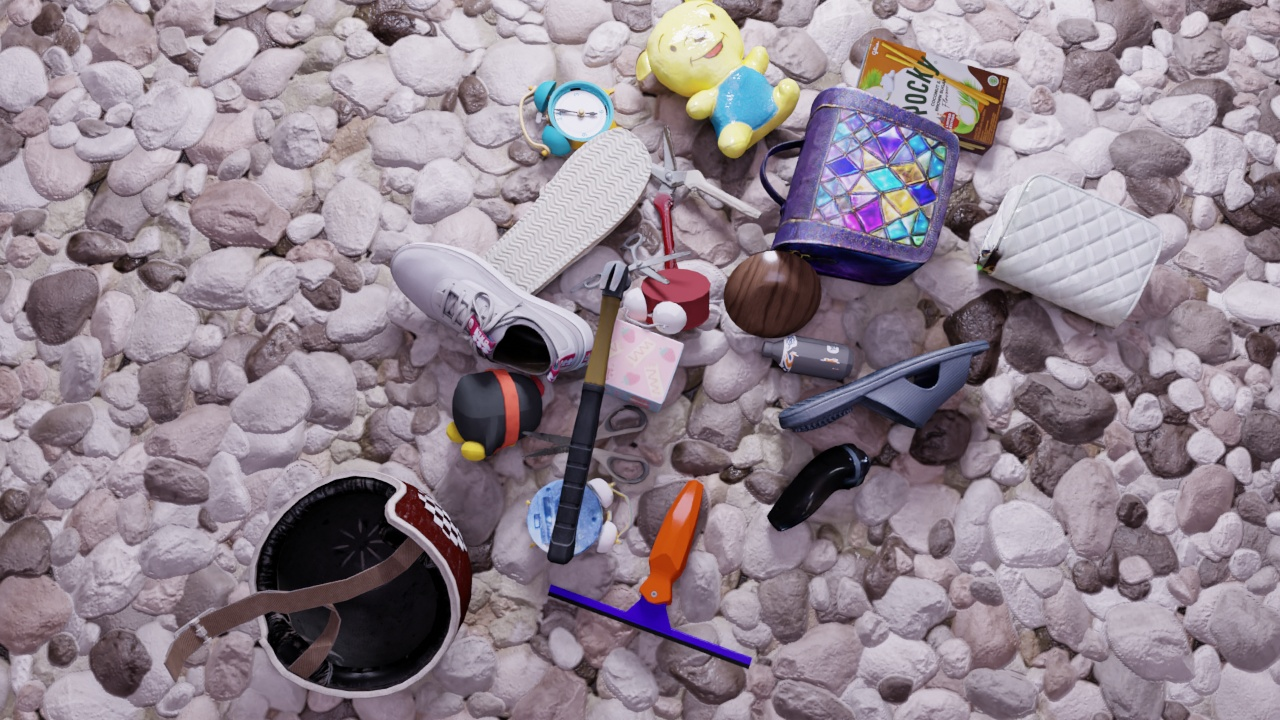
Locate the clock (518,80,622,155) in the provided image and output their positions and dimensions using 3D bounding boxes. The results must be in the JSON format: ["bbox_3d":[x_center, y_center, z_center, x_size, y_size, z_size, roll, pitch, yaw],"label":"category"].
[{"bbox_3d":[-0.091,-0.314,1.180,0.129,0.044,0.099,-10,80,-11],"label":"clock"}]

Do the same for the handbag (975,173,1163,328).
[{"bbox_3d":[0.537,-0.138,1.154,0.195,0.072,0.139,25,89,2],"label":"handbag"}]

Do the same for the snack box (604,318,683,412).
[{"bbox_3d":[-0.007,0.006,1.098,0.095,0.093,0.079,20,81,2],"label":"snack box"}]

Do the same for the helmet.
[{"bbox_3d":[-0.301,0.238,0.964,0.234,0.253,0.233,44,86,-19],"label":"helmet"}]

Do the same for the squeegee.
[{"bbox_3d":[0.036,0.227,1.079,0.250,0.055,0.184,16,67,15],"label":"squeegee"}]

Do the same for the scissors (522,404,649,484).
[{"bbox_3d":[-0.056,0.094,1.098,0.163,0.013,0.153,38,67,-12],"label":"scissors"}]

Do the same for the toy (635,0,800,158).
[{"bbox_3d":[0.094,-0.363,1.173,0.148,0.084,0.214,-40,82,-15],"label":"toy"}]

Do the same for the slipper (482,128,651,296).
[{"bbox_3d":[-0.093,-0.178,1.151,0.263,0.052,0.115,-45,80,2],"label":"slipper"}]

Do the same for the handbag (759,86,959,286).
[{"bbox_3d":[0.255,-0.208,1.129,0.222,0.125,0.204,17,80,0],"label":"handbag"}]

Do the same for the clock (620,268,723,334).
[{"bbox_3d":[0.035,-0.069,1.102,0.087,0.044,0.124,26,43,36],"label":"clock"}]

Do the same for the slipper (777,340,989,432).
[{"bbox_3d":[0.299,0.050,1.105,0.263,0.101,0.082,-21,89,1],"label":"slipper"}]

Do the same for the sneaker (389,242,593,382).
[{"bbox_3d":[-0.187,-0.051,1.075,0.263,0.128,0.097,28,108,1],"label":"sneaker"}]

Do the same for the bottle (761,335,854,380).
[{"bbox_3d":[0.205,-0.005,1.131,0.112,0.047,0.047,9,80,-1],"label":"bottle"}]

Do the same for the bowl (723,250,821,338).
[{"bbox_3d":[0.161,-0.072,1.113,0.119,0.032,0.119,1,121,2],"label":"bowl"}]

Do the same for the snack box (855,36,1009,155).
[{"bbox_3d":[0.377,-0.347,1.204,0.186,0.032,0.101,17,80,1],"label":"snack box"}]

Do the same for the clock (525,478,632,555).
[{"bbox_3d":[-0.072,0.186,1.081,0.125,0.052,0.088,-6,75,0],"label":"clock"}]

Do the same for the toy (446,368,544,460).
[{"bbox_3d":[-0.163,0.057,1.087,0.119,0.097,0.100,-7,111,-27],"label":"toy"}]

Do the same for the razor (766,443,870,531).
[{"bbox_3d":[0.215,0.156,1.105,0.140,0.053,0.064,-41,116,-2],"label":"razor"}]

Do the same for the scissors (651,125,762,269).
[{"bbox_3d":[0.065,-0.204,1.163,0.179,0.015,0.199,0,85,17],"label":"scissors"}]

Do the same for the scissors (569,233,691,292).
[{"bbox_3d":[-0.015,-0.109,1.120,0.165,0.141,0.014,-29,125,10],"label":"scissors"}]

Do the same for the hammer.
[{"bbox_3d":[-0.055,0.053,0.994,0.025,0.118,0.333,11,85,4],"label":"hammer"}]
